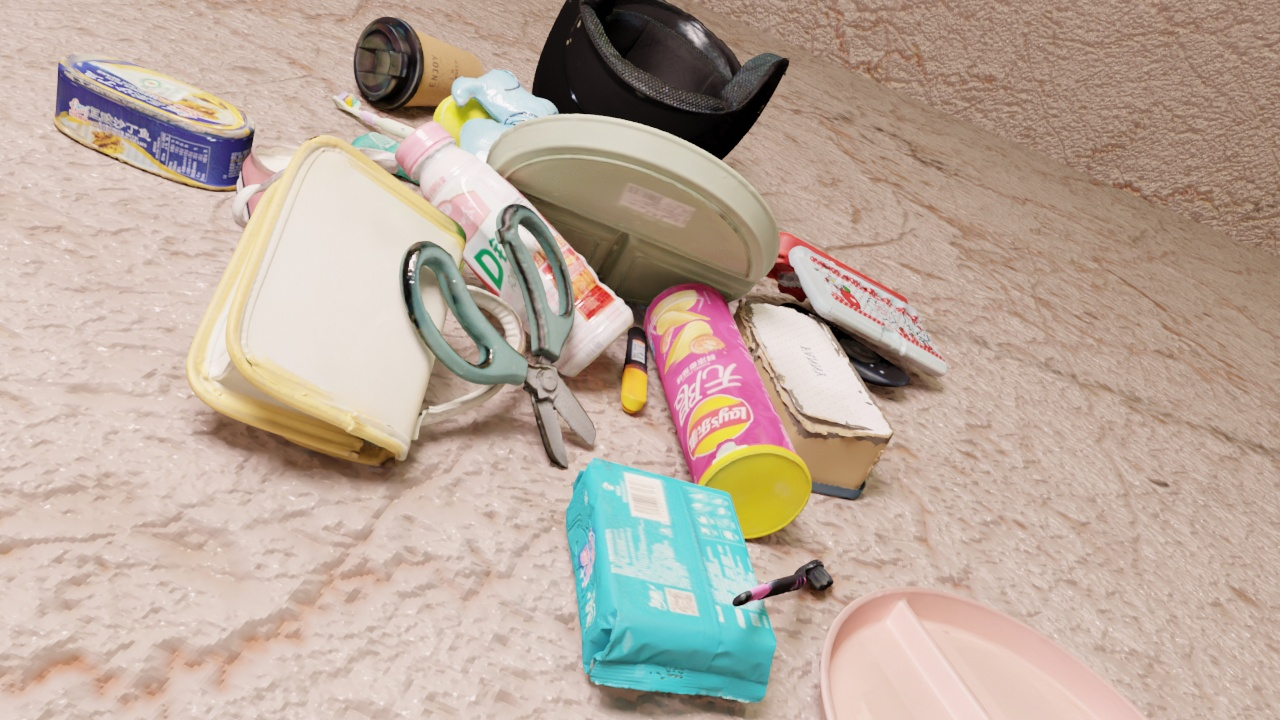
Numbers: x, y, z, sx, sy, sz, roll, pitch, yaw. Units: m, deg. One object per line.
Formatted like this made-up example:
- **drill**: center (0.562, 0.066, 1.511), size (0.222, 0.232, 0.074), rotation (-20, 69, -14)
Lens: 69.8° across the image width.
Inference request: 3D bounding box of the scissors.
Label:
- **scissors**: center (-0.068, -0.024, 0.571), size (0.177, 0.019, 0.171), rotation (50, 42, -25)

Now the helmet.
- **helmet**: center (0.007, -0.296, 0.984), size (0.233, 0.231, 0.274), rotation (38, 29, -4)

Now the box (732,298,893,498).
- **box**: center (0.119, 0.027, 0.692), size (0.089, 0.063, 0.184), rotation (13, 32, -17)

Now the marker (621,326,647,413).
- **marker**: center (-0.004, 0.004, 0.689), size (0.018, 0.015, 0.123), rotation (20, 26, -9)

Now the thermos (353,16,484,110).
- **thermos**: center (-0.236, -0.311, 0.986), size (0.093, 0.093, 0.143), rotation (36, 23, 21)

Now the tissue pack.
- **tissue pack**: center (0.012, 0.113, 0.474), size (0.093, 0.050, 0.133), rotation (16, 29, -19)

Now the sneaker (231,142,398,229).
- **sneaker**: center (-0.217, -0.094, 0.617), size (0.118, 0.088, 0.241), rotation (0, 39, -36)

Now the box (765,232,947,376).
- **box**: center (0.190, -0.058, 0.847), size (0.201, 0.064, 0.160), rotation (21, 15, -38)

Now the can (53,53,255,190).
- **can**: center (-0.368, -0.182, 0.699), size (0.148, 0.049, 0.074), rotation (23, 29, -2)

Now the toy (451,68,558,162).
- **toy**: center (-0.123, -0.198, 0.864), size (0.161, 0.050, 0.155), rotation (38, 59, -9)

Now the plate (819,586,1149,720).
- **plate**: center (0.192, 0.210, 0.467), size (0.229, 0.028, 0.229), rotation (19, 28, -11)

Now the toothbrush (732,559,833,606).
- **toothbrush**: center (0.078, 0.119, 0.480), size (0.018, 0.014, 0.189), rotation (49, 11, 21)

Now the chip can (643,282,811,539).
- **chip can**: center (0.052, 0.025, 0.634), size (0.071, 0.072, 0.210), rotation (13, 29, -18)

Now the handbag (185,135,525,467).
- **handbag**: center (-0.148, -0.018, 0.528), size (0.178, 0.063, 0.163), rotation (33, 50, -34)

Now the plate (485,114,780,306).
- **plate**: center (-0.010, -0.100, 0.690), size (0.230, 0.231, 0.027), rotation (20, 68, -7)

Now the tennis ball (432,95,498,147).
- **tennis ball**: center (-0.173, -0.232, 0.911), size (0.065, 0.066, 0.065), rotation (18, 29, -10)

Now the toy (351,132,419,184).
- **toy**: center (-0.215, -0.183, 0.840), size (0.092, 0.030, 0.096), rotation (22, 20, -12)

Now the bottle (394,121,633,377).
- **bottle**: center (-0.091, -0.080, 0.641), size (0.197, 0.068, 0.068), rotation (48, 30, -3)

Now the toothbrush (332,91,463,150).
- **toothbrush**: center (-0.229, -0.222, 0.870), size (0.190, 0.020, 0.029), rotation (29, 22, 33)

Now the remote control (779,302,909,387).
- **remote control**: center (0.181, -0.010, 0.837), size (0.136, 0.024, 0.053), rotation (37, 27, 24)
